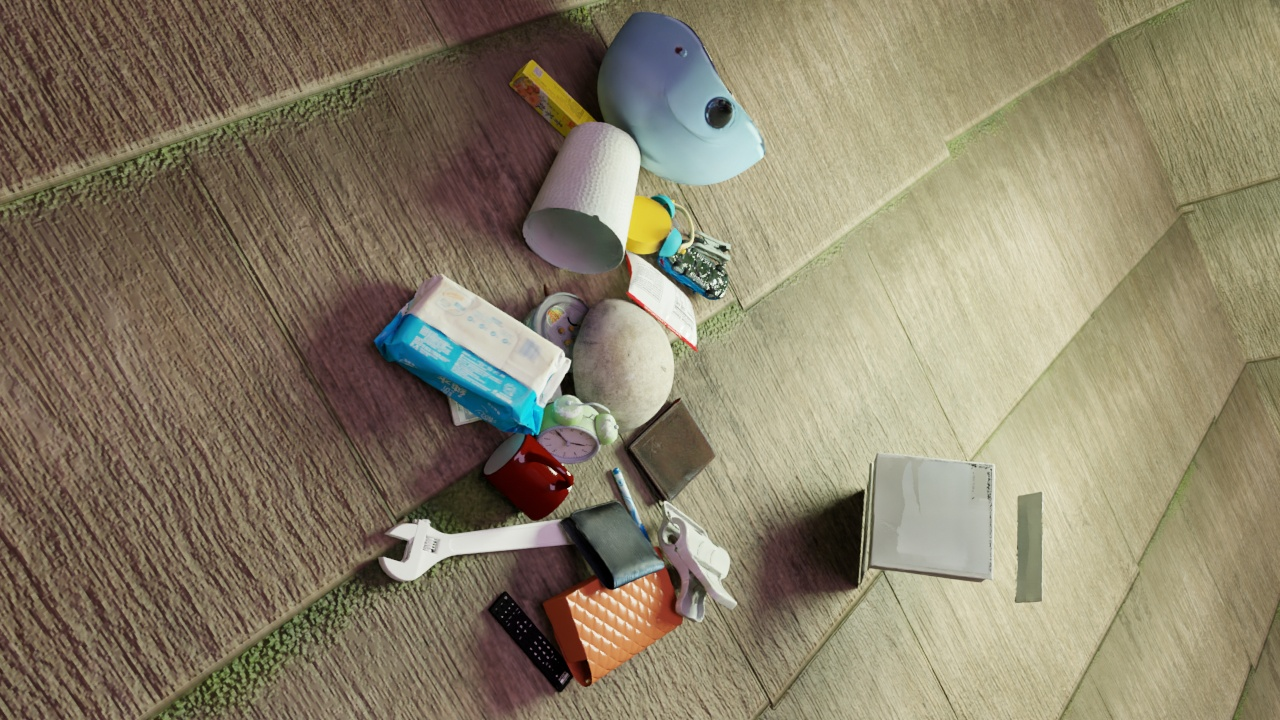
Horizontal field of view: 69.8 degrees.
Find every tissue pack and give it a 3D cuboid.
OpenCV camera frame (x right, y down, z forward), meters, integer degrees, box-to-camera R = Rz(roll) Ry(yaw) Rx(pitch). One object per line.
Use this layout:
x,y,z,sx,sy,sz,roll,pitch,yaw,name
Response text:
-0.187,-0.005,1.058,0.209,0.066,0.116,31,59,-3,tissue pack

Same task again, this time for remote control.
-0.128,0.335,1.090,0.140,0.009,0.030,54,53,-15,remote control
-0.163,0.038,1.102,0.135,0.011,0.050,-14,99,-20,remote control

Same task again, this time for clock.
-0.105,-0.021,1.164,0.104,0.056,0.147,34,59,-29,clock
0.012,-0.190,1.285,0.129,0.044,0.099,-1,59,-17,clock
-0.084,0.085,1.126,0.094,0.120,0.042,30,42,-31,clock

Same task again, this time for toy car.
0.077,-0.133,1.339,0.120,0.044,0.056,32,61,-24,toy car

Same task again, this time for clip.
0.104,-0.172,1.385,0.076,0.023,0.045,17,67,-36,clip
0.075,0.263,1.199,0.124,0.075,0.144,40,27,-43,clip

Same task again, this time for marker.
-0.006,0.208,1.213,0.013,0.013,0.142,-26,95,-39,marker

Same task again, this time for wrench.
-0.176,0.212,1.079,0.272,0.018,0.066,1,79,-39,wrench

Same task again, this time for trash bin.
-0.068,-0.217,1.200,0.133,0.134,0.161,32,57,-28,trash bin

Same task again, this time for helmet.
0.047,-0.343,1.275,0.265,0.225,0.167,42,95,-21,helmet

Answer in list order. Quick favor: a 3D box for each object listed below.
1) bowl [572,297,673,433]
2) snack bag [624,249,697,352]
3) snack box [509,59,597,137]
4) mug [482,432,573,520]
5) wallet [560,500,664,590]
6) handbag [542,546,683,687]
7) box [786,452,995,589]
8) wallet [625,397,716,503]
-0.007,0.007,1.180,0.178,0.081,0.178,2,88,-57,bowl
0.028,-0.088,1.261,0.130,0.039,0.143,38,23,-25,snack bag
-0.109,-0.341,1.249,0.148,0.040,0.028,40,58,-24,snack box
-0.123,0.133,1.081,0.082,0.106,0.073,46,53,-20,mug
-0.033,0.223,1.132,0.089,0.026,0.115,-10,51,-46,wallet
-0.031,0.315,1.133,0.171,0.060,0.109,-17,82,-48,handbag
0.365,0.259,1.409,0.171,0.381,0.167,16,69,-16,box
0.045,0.124,1.264,0.119,0.031,0.099,-40,101,-36,wallet
